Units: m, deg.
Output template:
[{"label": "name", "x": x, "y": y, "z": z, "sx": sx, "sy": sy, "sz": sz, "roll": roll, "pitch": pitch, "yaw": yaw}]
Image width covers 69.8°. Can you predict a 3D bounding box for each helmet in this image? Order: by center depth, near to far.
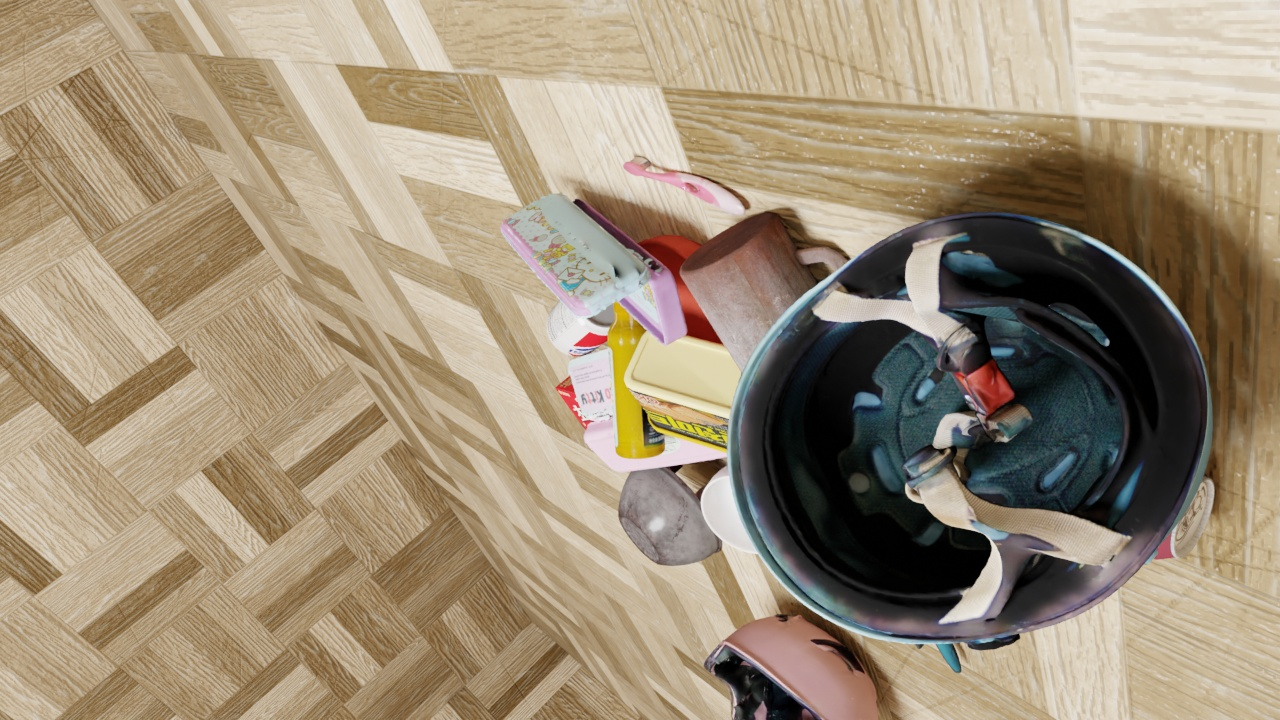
[{"label": "helmet", "x": 0.185, "y": 0.046, "z": 0.531, "sx": 0.266, "sy": 0.166, "sz": 0.225, "roll": -28, "pitch": 69, "yaw": 33}, {"label": "helmet", "x": 0.213, "y": 0.429, "z": 1.192, "sx": 0.230, "sy": 0.152, "sz": 0.255, "roll": 24, "pitch": 146, "yaw": 51}]

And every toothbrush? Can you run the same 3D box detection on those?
[{"label": "toothbrush", "x": 0.037, "y": -0.147, "z": 0.762, "sx": 0.135, "sy": 0.016, "sz": 0.022, "roll": 29, "pitch": 152, "yaw": 36}]

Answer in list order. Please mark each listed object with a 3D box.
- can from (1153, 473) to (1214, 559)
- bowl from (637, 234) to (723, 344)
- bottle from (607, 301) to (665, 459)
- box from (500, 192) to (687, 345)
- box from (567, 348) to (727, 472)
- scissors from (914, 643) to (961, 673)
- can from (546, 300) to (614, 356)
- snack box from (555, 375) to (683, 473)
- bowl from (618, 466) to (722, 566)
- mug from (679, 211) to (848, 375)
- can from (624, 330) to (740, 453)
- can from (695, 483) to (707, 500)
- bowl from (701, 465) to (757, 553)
[{"label": "can", "x": 0.292, "y": 0.078, "z": 0.584, "sx": 0.114, "sy": 0.063, "sz": 0.063, "roll": 23, "pitch": 147, "yaw": 48}, {"label": "bowl", "x": 0.048, "y": -0.069, "z": 0.839, "sx": 0.122, "sy": 0.035, "sz": 0.122, "roll": 40, "pitch": 157, "yaw": 21}, {"label": "bottle", "x": -0.006, "y": 0.006, "z": 0.944, "sx": 0.053, "sy": 0.053, "sz": 0.186, "roll": 12, "pitch": 108, "yaw": 57}, {"label": "box", "x": -0.051, "y": -0.079, "z": 0.841, "sx": 0.214, "sy": 0.092, "sz": 0.090, "roll": 46, "pitch": 157, "yaw": 51}, {"label": "box", "x": 0.006, "y": 0.055, "z": 1.009, "sx": 0.202, "sy": 0.058, "sz": 0.155, "roll": -15, "pitch": 112, "yaw": 44}, {"label": "scissors", "x": 0.294, "y": 0.268, "z": 0.953, "sx": 0.150, "sy": 0.019, "sz": 0.121, "roll": 51, "pitch": 162, "yaw": 9}, {"label": "can", "x": -0.059, "y": -0.049, "z": 1.024, "sx": 0.070, "sy": 0.070, "sz": 0.132, "roll": 50, "pitch": 158, "yaw": -3}, {"label": "snack box", "x": -0.030, "y": 0.083, "z": 1.174, "sx": 0.133, "sy": 0.035, "sz": 0.152, "roll": 57, "pitch": 159, "yaw": -21}, {"label": "bowl", "x": 0.023, "y": 0.192, "z": 1.093, "sx": 0.145, "sy": 0.067, "sz": 0.145, "roll": 43, "pitch": 158, "yaw": 22}, {"label": "mug", "x": 0.105, "y": -0.054, "z": 0.705, "sx": 0.123, "sy": 0.096, "sz": 0.110, "roll": -25, "pitch": 113, "yaw": 30}, {"label": "can", "x": 0.061, "y": 0.030, "z": 0.861, "sx": 0.131, "sy": 0.072, "sz": 0.101, "roll": 16, "pitch": 160, "yaw": 25}, {"label": "can", "x": 0.100, "y": 0.173, "z": 1.096, "sx": 0.067, "sy": 0.067, "sz": 0.076, "roll": 47, "pitch": 159, "yaw": 5}, {"label": "bowl", "x": 0.124, "y": 0.157, "z": 1.015, "sx": 0.105, "sy": 0.054, "sz": 0.105, "roll": 14, "pitch": 123, "yaw": 22}]
